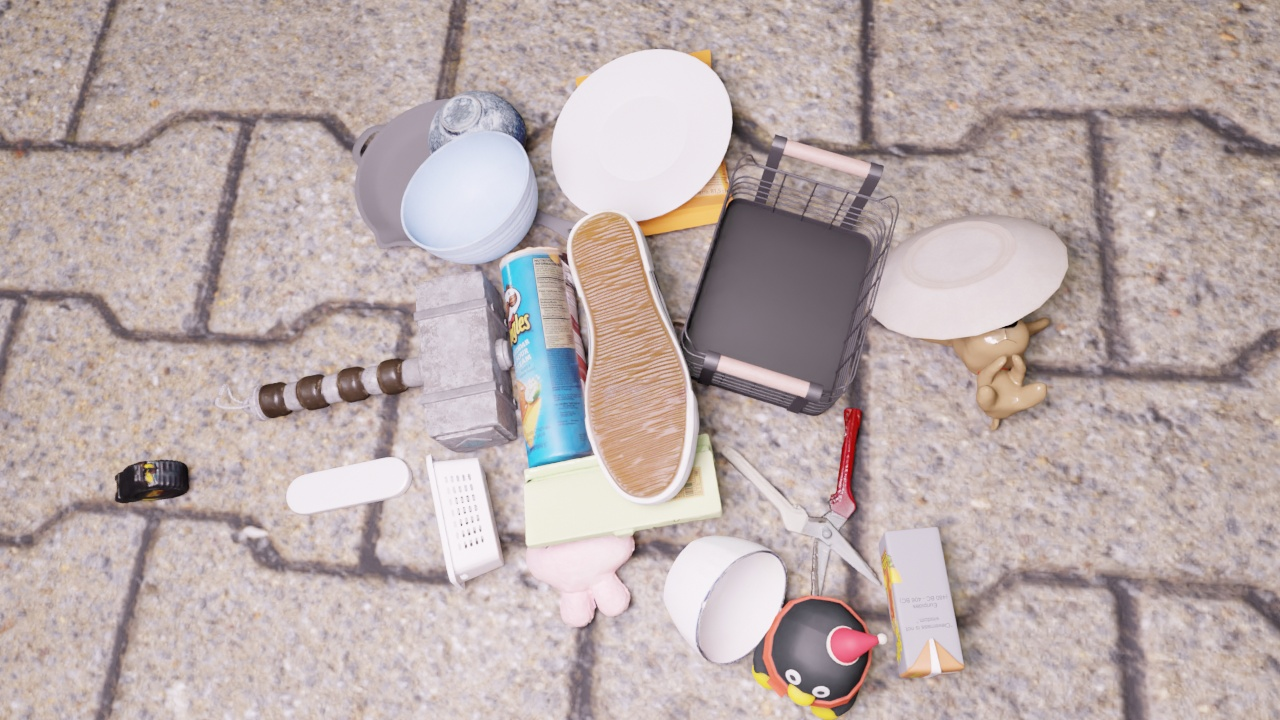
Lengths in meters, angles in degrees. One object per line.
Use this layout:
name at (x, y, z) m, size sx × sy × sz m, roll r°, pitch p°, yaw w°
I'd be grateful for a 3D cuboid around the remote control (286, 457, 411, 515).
remote control at (-0.310, 0.134, 0.975) m, size 0.136 × 0.013 × 0.043 m, roll -12°, pitch 71°, yaw 5°

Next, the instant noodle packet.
instant noodle packet at (0.014, -0.244, 1.036) m, size 0.160 × 0.032 × 0.220 m, roll -9°, pitch 71°, yaw 8°

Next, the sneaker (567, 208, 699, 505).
sneaker at (-0.005, 0.005, 0.897) m, size 0.121 × 0.127 × 0.294 m, roll -16°, pitch 66°, yaw 12°

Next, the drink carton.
drink carton at (0.252, 0.220, 0.831) m, size 0.048 × 0.076 × 0.124 m, roll -6°, pitch 67°, yaw 6°

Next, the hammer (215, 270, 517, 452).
hammer at (-0.295, 0.024, 0.974) m, size 0.326 × 0.079 × 0.176 m, roll -11°, pitch 71°, yaw 6°

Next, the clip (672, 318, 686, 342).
clip at (0.060, -0.033, 0.968) m, size 0.060 × 0.024 × 0.041 m, roll -11°, pitch 73°, yaw -4°

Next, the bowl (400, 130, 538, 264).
bowl at (-0.168, -0.159, 0.966) m, size 0.151 × 0.075 × 0.150 m, roll -10°, pitch 60°, yaw 18°

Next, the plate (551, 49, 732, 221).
plate at (0.000, -0.246, 1.010) m, size 0.209 × 0.015 × 0.208 m, roll -6°, pitch 73°, yaw 18°

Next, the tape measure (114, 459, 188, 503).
tape measure at (-0.518, 0.126, 0.982) m, size 0.067 × 0.062 × 0.038 m, roll -29°, pitch 65°, yaw 39°

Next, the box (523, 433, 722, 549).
box at (-0.019, 0.116, 0.885) m, size 0.188 × 0.130 × 0.064 m, roll -11°, pitch 114°, yaw 6°

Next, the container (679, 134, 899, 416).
container at (0.142, -0.074, 0.898) m, size 0.163 × 0.130 × 0.241 m, roll 17°, pitch 75°, yaw 4°

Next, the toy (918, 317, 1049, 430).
toy at (0.339, 0.001, 0.880) m, size 0.134 × 0.106 × 0.108 m, roll -3°, pitch 61°, yaw 4°

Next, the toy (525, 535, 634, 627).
toy at (-0.054, 0.204, 0.897) m, size 0.108 × 0.053 × 0.105 m, roll -17°, pitch 85°, yaw 1°

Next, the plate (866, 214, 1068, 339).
plate at (0.310, -0.092, 0.891) m, size 0.189 × 0.027 × 0.188 m, roll -19°, pitch 36°, yaw 14°

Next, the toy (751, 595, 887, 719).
toy at (0.157, 0.256, 0.810) m, size 0.097 × 0.119 × 0.099 m, roll 25°, pitch 72°, yaw 12°

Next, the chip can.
chip can at (-0.094, -0.002, 0.953) m, size 0.080 × 0.080 × 0.229 m, roll -12°, pitch 71°, yaw 5°

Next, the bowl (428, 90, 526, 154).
bowl at (-0.190, -0.258, 1.024) m, size 0.114 × 0.061 × 0.114 m, roll -4°, pitch 70°, yaw 12°

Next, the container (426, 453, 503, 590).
container at (-0.173, 0.157, 0.915) m, size 0.049 × 0.081 × 0.129 m, roll -13°, pitch 70°, yaw -8°

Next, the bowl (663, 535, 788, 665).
bowl at (0.073, 0.213, 0.844) m, size 0.066 × 0.116 × 0.116 m, roll 26°, pitch 76°, yaw 46°

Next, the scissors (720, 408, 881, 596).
scissors at (0.160, 0.133, 0.903) m, size 0.179 × 0.015 × 0.198 m, roll 14°, pitch 76°, yaw 11°

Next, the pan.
pan at (-0.185, -0.190, 1.043) m, size 0.355 × 0.024 × 0.216 m, roll 26°, pitch 77°, yaw 21°
